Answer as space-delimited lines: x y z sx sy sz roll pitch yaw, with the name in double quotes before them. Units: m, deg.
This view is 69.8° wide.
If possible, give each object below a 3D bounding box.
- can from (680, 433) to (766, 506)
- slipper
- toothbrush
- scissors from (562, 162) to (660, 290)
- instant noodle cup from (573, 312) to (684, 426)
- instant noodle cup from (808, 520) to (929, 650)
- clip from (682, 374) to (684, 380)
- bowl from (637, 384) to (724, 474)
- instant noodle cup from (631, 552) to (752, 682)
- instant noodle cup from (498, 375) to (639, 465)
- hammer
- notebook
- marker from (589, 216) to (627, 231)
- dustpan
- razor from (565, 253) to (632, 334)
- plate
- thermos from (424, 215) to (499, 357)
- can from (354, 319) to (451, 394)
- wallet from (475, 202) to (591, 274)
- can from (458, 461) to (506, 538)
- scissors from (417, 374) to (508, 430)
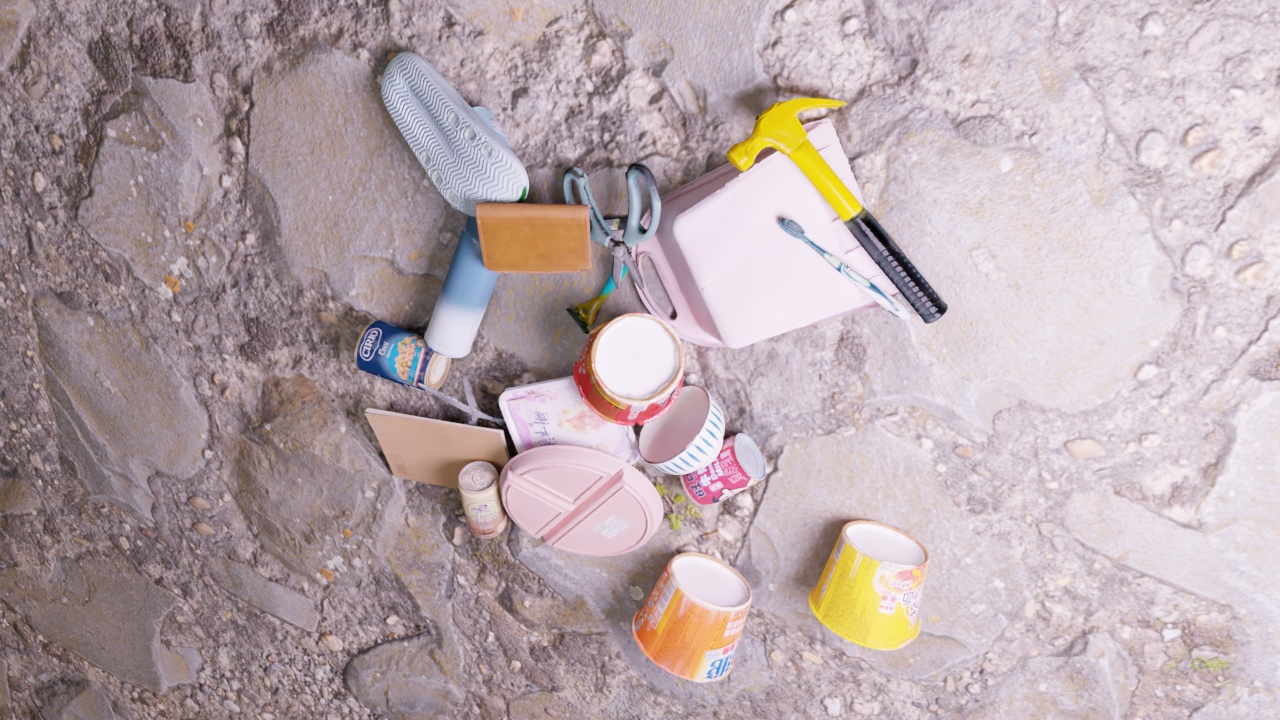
"can" 0.105 0.142 1.178 0.094 0.066 0.066 -32 100 29
"slipper" -0.221 -0.270 1.105 0.245 0.074 0.104 50 121 11
"toothbrush" 0.229 -0.101 1.016 0.191 0.018 0.016 34 80 -13
"scissors" -0.022 -0.168 1.062 0.181 0.019 0.170 -32 87 50
"instant noodle cup" -0.007 0.006 1.097 0.138 0.109 0.138 1 81 -7
"instant noodle cup" 0.290 0.272 1.140 0.138 0.137 0.110 17 109 12
"clip" 0.031 0.030 1.183 0.056 0.027 0.024 -32 98 40
"bowl" 0.061 0.096 1.153 0.117 0.116 0.066 -31 124 28
"instant noodle cup" 0.076 0.339 1.239 0.151 0.151 0.112 23 111 8
"instant noodle cup" -0.087 0.078 1.221 0.174 0.060 0.138 -10 110 25
"hammer" 0.233 -0.158 0.997 0.129 0.033 0.301 -42 102 4
"notebook" -0.281 0.137 1.319 0.212 0.012 0.150 8 136 16
"marker" -0.066 -0.164 1.130 0.124 0.015 0.018 -4 103 18
"dustpan" 0.128 -0.132 1.079 0.273 0.139 0.222 -24 103 -2
"razor" -0.045 -0.091 1.146 0.043 0.028 0.133 53 126 20
"plate" -0.084 0.198 1.248 0.229 0.028 0.230 7 135 7
"thermos" -0.216 -0.105 1.180 0.070 0.070 0.221 30 120 4
"can" -0.323 -0.004 1.258 0.111 0.075 0.075 19 118 10
"wallet" -0.125 -0.138 1.094 0.130 0.035 0.119 1 143 0
"can" -0.224 0.200 1.307 0.058 0.058 0.116 14 137 13
"scissors" -0.228 0.072 1.256 0.180 0.014 0.160 24 139 -20
